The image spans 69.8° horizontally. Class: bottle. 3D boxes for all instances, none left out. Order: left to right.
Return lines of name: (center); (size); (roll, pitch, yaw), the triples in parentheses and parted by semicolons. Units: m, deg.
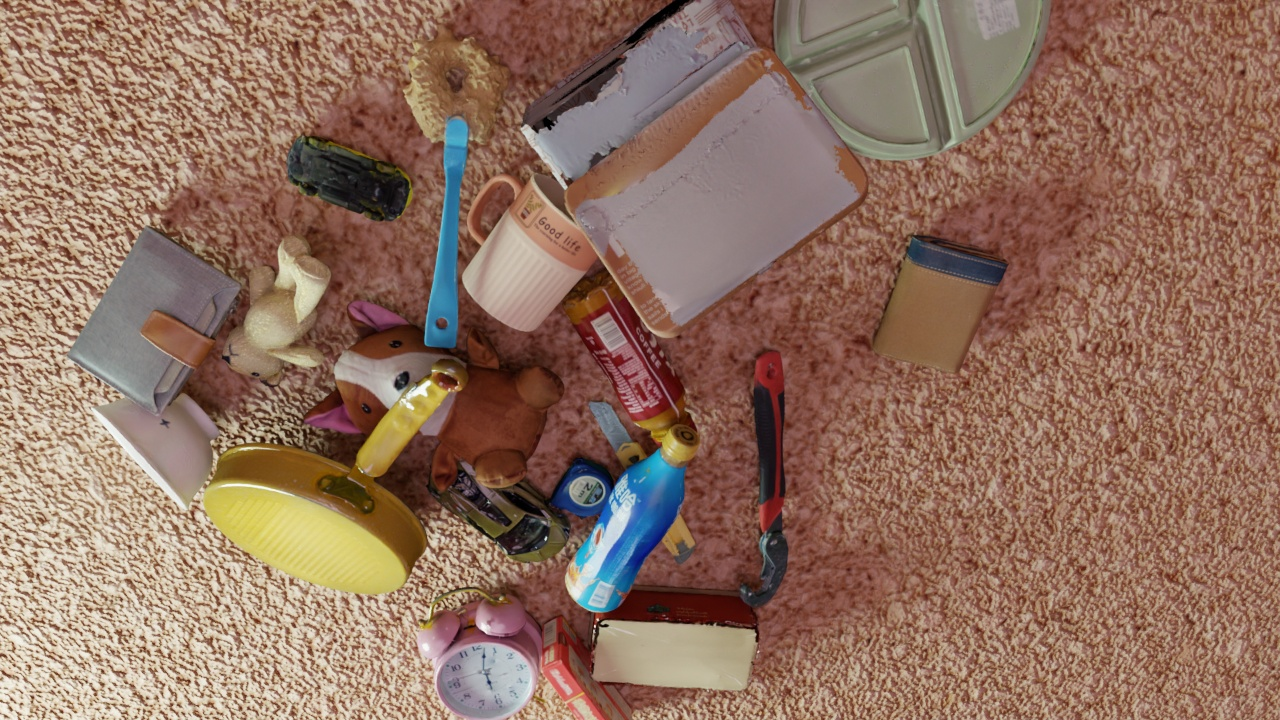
bottle: (-0.005, 0.005, 0.823); (0.057, 0.057, 0.175); (-27, 111, 7)
bottle: (-0.005, 0.146, 0.853); (0.065, 0.065, 0.219); (20, 123, -12)

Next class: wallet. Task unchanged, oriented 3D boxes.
wallet: (-0.403, -0.032, 0.762); (0.106, 0.037, 0.129); (31, 90, 8)
wallet: (0.270, -0.050, 0.833); (0.090, 0.033, 0.115); (13, 112, -6)

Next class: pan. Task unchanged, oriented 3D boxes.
pan: (-0.241, 0.100, 0.771); (0.197, 0.078, 0.359); (33, 140, -19)

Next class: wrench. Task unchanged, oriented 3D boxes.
wrench: (0.124, 0.120, 0.894); (0.056, 0.016, 0.274); (-14, 114, -32)

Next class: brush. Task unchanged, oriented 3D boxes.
brush: (-0.152, -0.137, 0.733); (0.083, 0.046, 0.254); (4, 94, -13)

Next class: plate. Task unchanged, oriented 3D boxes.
plate: (0.222, -0.275, 0.740); (0.230, 0.027, 0.230); (-1, 113, -3)

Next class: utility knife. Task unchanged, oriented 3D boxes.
utility knife: (0.004, 0.119, 0.897); (0.031, 0.021, 0.205); (-28, 107, 1)

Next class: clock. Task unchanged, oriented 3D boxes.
clock: (-0.161, 0.293, 0.930); (0.117, 0.059, 0.158); (-16, 111, 2)

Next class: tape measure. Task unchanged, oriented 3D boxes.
tape measure: (-0.053, 0.124, 0.886); (0.054, 0.025, 0.058); (28, 112, -16)

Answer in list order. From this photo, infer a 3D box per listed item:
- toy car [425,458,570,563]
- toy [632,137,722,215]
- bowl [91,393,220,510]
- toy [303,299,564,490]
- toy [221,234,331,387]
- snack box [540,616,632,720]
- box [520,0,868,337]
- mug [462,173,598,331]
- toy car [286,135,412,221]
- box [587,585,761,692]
toy car: (-0.133, 0.140, 0.881); (0.070, 0.042, 0.158); (-43, 111, 13)
toy: (0.058, -0.125, 0.778); (0.161, 0.049, 0.156); (8, 105, -5)
bowl: (-0.415, 0.067, 0.811); (0.064, 0.118, 0.118); (-44, 114, -29)
toy: (-0.177, 0.033, 0.793); (0.199, 0.130, 0.140); (24, 80, -2)
toy: (-0.303, -0.040, 0.767); (0.105, 0.066, 0.158); (49, 126, 7)
snack box: (-0.053, 0.343, 0.949); (0.025, 0.075, 0.153); (-28, 111, 7)
box: (0.022, -0.163, 0.664); (0.179, 0.270, 0.134); (-34, 140, 9)
mug: (-0.098, -0.099, 0.767); (0.114, 0.081, 0.106); (45, 109, 11)
toy car: (-0.239, -0.151, 0.758); (0.105, 0.032, 0.048); (20, 110, 1)
box: (0.033, 0.288, 0.932); (0.168, 0.076, 0.091); (5, 111, -5)
